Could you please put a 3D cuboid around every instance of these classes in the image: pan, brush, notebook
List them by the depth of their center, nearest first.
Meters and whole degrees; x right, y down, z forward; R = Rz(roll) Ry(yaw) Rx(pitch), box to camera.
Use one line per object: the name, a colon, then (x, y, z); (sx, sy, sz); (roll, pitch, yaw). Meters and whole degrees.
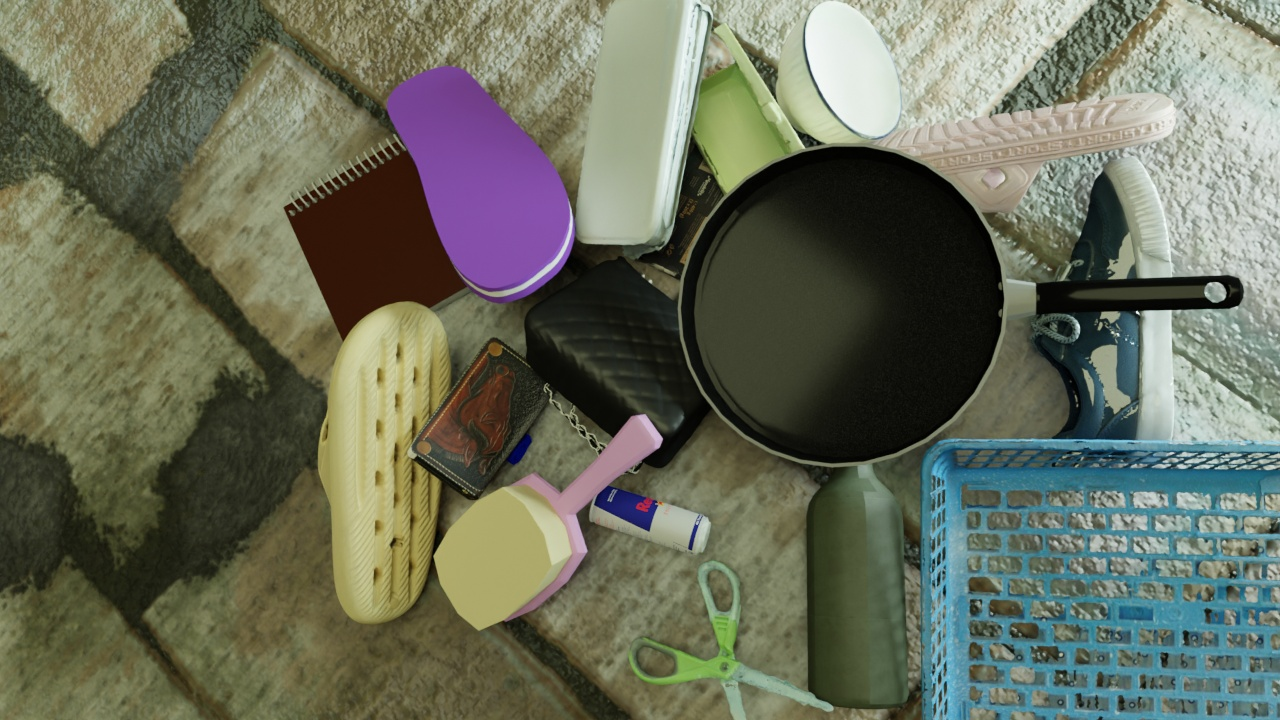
pan: (0.199, -0.039, 0.625); (0.357, 0.034, 0.225); (0, 87, 21)
brush: (-0.072, 0.120, 0.697); (0.229, 0.043, 0.089); (-45, 72, 28)
notebook: (-0.207, -0.128, 0.839); (0.209, 0.022, 0.171); (-29, 76, 4)

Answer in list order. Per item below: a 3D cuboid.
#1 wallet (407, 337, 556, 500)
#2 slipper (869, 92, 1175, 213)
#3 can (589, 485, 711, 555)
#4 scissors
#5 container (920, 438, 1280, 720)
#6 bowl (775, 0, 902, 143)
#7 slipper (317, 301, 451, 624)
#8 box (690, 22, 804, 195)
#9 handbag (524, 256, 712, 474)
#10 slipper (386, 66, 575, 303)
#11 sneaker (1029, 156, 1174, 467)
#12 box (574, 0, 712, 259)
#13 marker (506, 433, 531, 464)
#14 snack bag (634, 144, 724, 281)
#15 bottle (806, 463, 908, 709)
wallet: (-0.128, 0.046, 0.751); (0.072, 0.019, 0.122); (37, 61, -7)
slipper: (0.278, -0.151, 0.710); (0.240, 0.094, 0.064); (-7, 115, 22)
can: (0.008, 0.128, 0.735); (0.095, 0.032, 0.032); (15, 81, 14)
scissors: (0.065, 0.222, 0.682); (0.172, 0.025, 0.159); (7, 59, 33)
container: (0.369, 0.178, 0.608); (0.362, 0.089, 0.257); (0, 89, 11)
bowl: (0.154, -0.226, 0.758); (0.062, 0.118, 0.118); (-20, 69, 51)
slipper: (-0.220, 0.081, 0.745); (0.079, 0.111, 0.261); (6, 95, 34)
box: (0.090, -0.166, 0.749); (0.083, 0.091, 0.188); (-33, 70, 18)
handbag: (-0.005, 0.004, 0.751); (0.154, 0.115, 0.124); (37, 63, 19)
slipper: (-0.130, -0.139, 0.783); (0.107, 0.084, 0.266); (-28, 58, -8)
sneaker: (0.338, -0.033, 0.682); (0.087, 0.089, 0.235); (0, 82, 15)
box: (-0.004, -0.193, 0.735); (0.083, 0.123, 0.215); (13, 83, -16)
marker: (-0.156, 0.046, 0.790); (0.133, 0.023, 0.027); (29, 63, 15)
snack bag: (0.060, -0.139, 0.790); (0.074, 0.018, 0.155); (28, 85, 16)
bottle: (0.159, 0.146, 0.682); (0.071, 0.071, 0.206); (-1, 78, 11)
